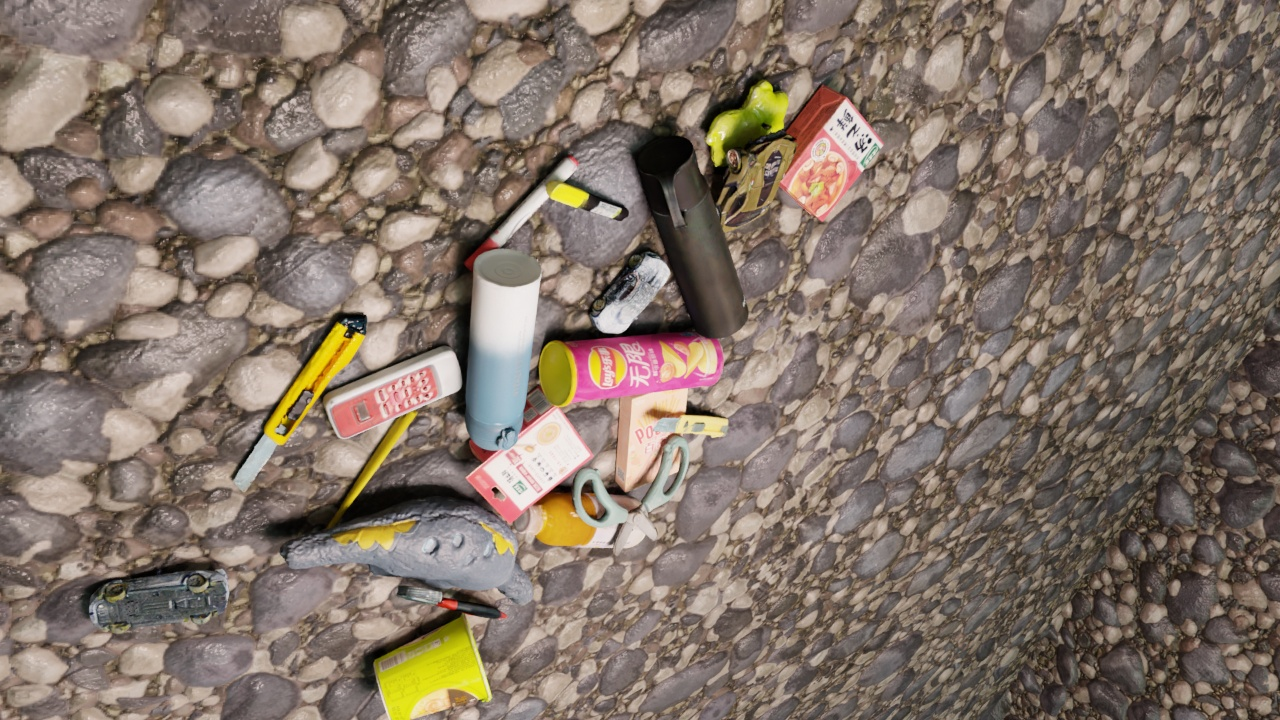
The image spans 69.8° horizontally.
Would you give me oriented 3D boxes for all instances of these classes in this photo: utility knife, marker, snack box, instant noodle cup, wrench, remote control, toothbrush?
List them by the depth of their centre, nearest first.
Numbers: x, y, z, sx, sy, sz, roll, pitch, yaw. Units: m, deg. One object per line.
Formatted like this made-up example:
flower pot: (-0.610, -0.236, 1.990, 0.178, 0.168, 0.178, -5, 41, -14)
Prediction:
utility knife: (-0.320, 0.043, 0.860, 0.033, 0.015, 0.216, 28, 104, -45)
marker: (-0.113, -0.139, 0.874, 0.145, 0.017, 0.017, -46, 139, 2)
marker: (-0.050, -0.155, 0.900, 0.018, 0.015, 0.124, -54, 150, 18)
remote control: (-0.243, 0.031, 0.909, 0.135, 0.020, 0.056, -24, 134, -21)
toothbrush: (-0.286, 0.126, 0.956, 0.016, 0.015, 0.190, 22, 107, -51)
snack box: (0.212, -0.227, 1.038, 0.127, 0.044, 0.113, 27, 104, -47)
snack box: (-0.131, 0.108, 1.041, 0.127, 0.044, 0.113, -38, 139, -8)
wrench: (-0.217, 0.286, 1.077, 0.273, 0.056, 0.016, 62, 36, -67)
instant noodle cup: (-0.259, 0.387, 1.131, 0.123, 0.111, 0.112, -17, 133, -16)
snack box: (0.013, 0.091, 1.155, 0.084, 0.026, 0.158, -18, 133, -27)
utility knife: (0.067, 0.083, 1.171, 0.204, 0.021, 0.031, 12, 102, -54)

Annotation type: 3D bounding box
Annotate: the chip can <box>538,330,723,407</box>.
chip can: (-0.006, 0.006, 1.036, 0.210, 0.071, 0.072, -6, 126, -35)

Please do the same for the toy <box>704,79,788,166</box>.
toy: (0.112, -0.242, 0.958, 0.096, 0.031, 0.100, 12, 114, -46)

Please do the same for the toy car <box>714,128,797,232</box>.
toy car: (0.118, -0.185, 0.974, 0.070, 0.042, 0.158, -23, 158, -21)

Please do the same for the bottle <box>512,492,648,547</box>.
bottle: (-0.074, 0.198, 1.143, 0.189, 0.068, 0.068, 12, 115, -43)

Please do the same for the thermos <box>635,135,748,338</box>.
thermos: (0.057, -0.117, 0.977, 0.068, 0.089, 0.243, -9, 140, 15)

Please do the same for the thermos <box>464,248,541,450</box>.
thermos: (-0.139, -0.003, 0.914, 0.070, 0.070, 0.221, -15, 135, -29)

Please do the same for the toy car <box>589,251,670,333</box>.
toy car: (-0.011, -0.071, 1.001, 0.105, 0.031, 0.049, -49, 138, 7)

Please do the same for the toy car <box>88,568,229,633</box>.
toy car: (-0.463, 0.230, 0.887, 0.120, 0.036, 0.054, -4, 126, -24)

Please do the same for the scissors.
scissors: (-0.011, 0.153, 1.125, 0.170, 0.019, 0.171, 36, 81, -42)

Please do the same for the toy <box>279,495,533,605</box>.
toy: (-0.216, 0.214, 1.025, 0.138, 0.091, 0.356, -41, 141, 15)
